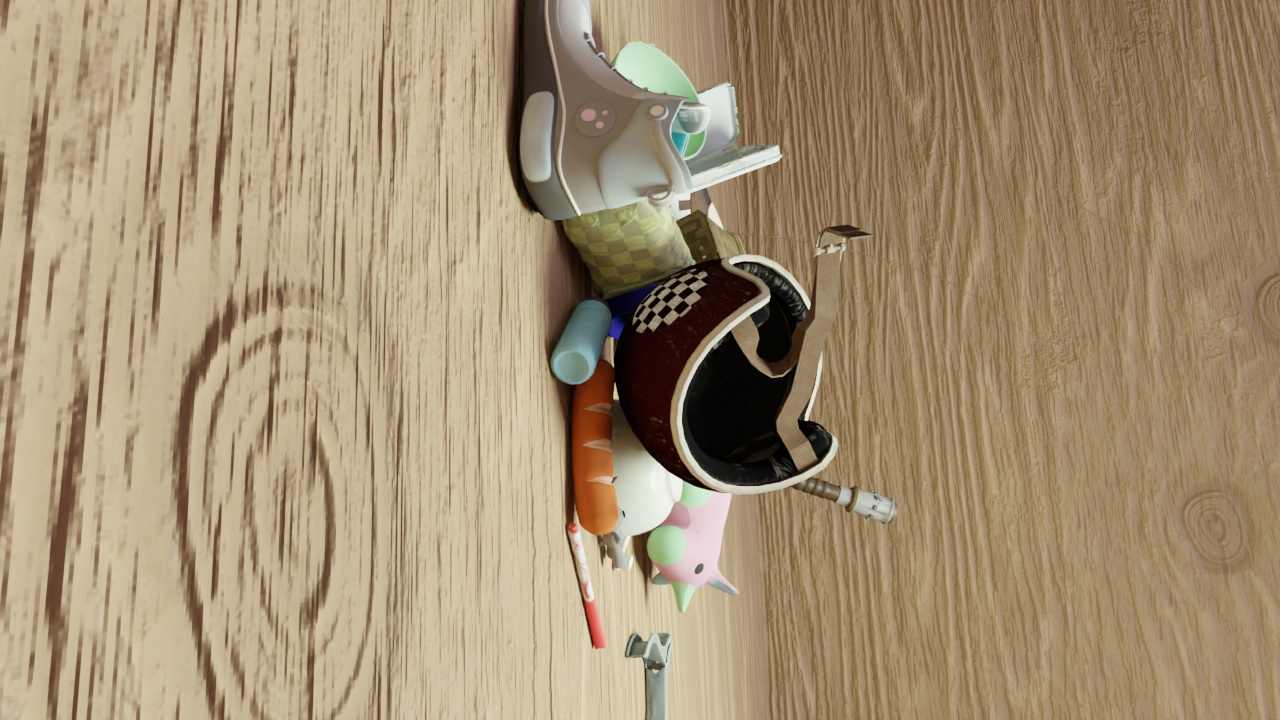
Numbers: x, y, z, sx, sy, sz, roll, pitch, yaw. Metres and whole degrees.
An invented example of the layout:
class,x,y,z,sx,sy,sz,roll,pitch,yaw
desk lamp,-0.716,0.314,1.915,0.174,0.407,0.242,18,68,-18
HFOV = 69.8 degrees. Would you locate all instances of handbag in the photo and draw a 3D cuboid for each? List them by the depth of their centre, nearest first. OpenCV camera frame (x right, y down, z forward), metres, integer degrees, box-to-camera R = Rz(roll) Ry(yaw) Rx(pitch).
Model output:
class,x,y,z,sx,sy,sz,roll,pitch,yaw
handbag,-0.016,-0.143,0.924,0.186,0.113,0.116,63,17,-61

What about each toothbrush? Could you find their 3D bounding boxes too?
class,x,y,z,sx,sy,sz,roll,pitch,yaw
toothbrush,-0.008,0.193,1.060,0.181,0.018,0.016,-67,157,-70

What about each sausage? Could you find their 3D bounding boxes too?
class,x,y,z,sx,sy,sz,roll,pitch,yaw
sausage,-0.043,0.079,0.852,0.039,0.045,0.164,18,65,-51

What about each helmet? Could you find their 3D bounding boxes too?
class,x,y,z,sx,sy,sz,roll,pitch,yaw
helmet,0.093,0.006,0.885,0.233,0.233,0.253,61,-8,-26

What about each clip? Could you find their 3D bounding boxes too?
class,x,y,z,sx,sy,sz,roll,pitch,yaw
clip,0.009,0.352,1.055,0.168,0.031,0.165,-83,166,-49

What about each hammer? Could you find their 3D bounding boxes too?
class,x,y,z,sx,sy,sz,roll,pitch,yaw
hammer,0.220,0.172,1.341,0.100,0.325,0.191,-77,-173,-57

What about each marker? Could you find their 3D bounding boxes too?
class,x,y,z,sx,sy,sz,roll,pitch,yaw
marker,-0.050,0.210,0.848,0.012,0.013,0.142,-73,156,-62

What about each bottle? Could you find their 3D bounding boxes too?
class,x,y,z,sx,sy,sz,roll,pitch,yaw
bottle,-0.052,-0.024,0.860,0.129,0.040,0.040,-74,156,-62

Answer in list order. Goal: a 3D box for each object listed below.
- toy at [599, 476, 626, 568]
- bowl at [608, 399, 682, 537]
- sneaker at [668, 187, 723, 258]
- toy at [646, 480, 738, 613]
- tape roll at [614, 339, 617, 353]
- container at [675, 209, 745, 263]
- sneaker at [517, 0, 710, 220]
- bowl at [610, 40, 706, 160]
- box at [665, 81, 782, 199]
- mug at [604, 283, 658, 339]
class,x,y,z,sx,sy,sz,roll,pitch,yaw
toy,-0.030,0.158,0.921,0.049,0.030,0.112,-133,-148,-59
bowl,0.004,0.115,1.008,0.153,0.073,0.153,-5,89,-78
sneaker,0.035,-0.234,1.307,0.116,0.112,0.294,-55,144,-37
toy,0.069,0.187,1.156,0.221,0.120,0.171,-61,139,-41
tape roll,-0.007,0.006,1.109,0.093,0.030,0.093,-4,89,-79
container,0.091,-0.053,1.214,0.186,0.158,0.249,46,24,-51
sneaker,-0.021,-0.244,0.801,0.093,0.160,0.256,60,29,-65
bowl,0.002,-0.294,1.097,0.150,0.077,0.150,21,58,-38
box,0.077,-0.272,1.191,0.106,0.210,0.130,26,-41,50
mug,0.010,-0.078,1.031,0.079,0.111,0.083,24,56,-41
